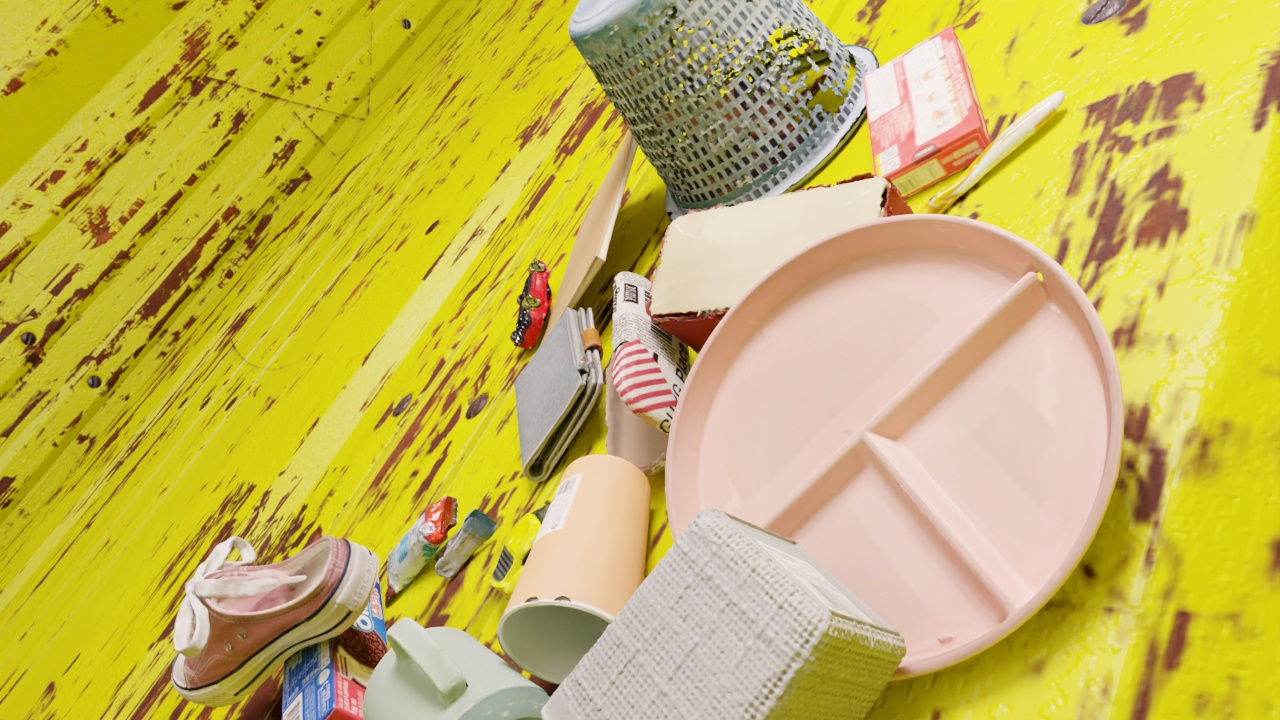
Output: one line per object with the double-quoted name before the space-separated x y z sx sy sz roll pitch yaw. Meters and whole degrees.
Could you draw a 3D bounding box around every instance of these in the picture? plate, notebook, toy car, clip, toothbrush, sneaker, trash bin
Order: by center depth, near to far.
"plate" 0.110 0.037 0.444 0.230 0.028 0.229 -20 57 34
"toothbrush" 0.192 -0.106 0.587 0.191 0.018 0.016 -42 31 11
"toy car" -0.063 0.117 0.628 0.105 0.032 0.048 -49 28 -8
"sneaker" -0.289 0.180 0.664 0.242 0.088 0.118 -32 35 33
"clip" -0.136 0.141 0.700 0.058 0.025 0.035 -46 22 10
"trash bin" 0.055 -0.257 0.777 0.227 0.195 0.226 -32 32 23
"notebook" -0.048 -0.115 0.861 0.150 0.012 0.210 -54 17 44
"toy car" -0.103 -0.057 0.891 0.106 0.031 0.049 -94 25 -51

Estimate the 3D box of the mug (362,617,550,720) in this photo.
"mug" -0.099 0.191 0.498 0.082 0.112 0.106 -33 24 -28

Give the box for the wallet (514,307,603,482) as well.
"wallet" -0.062 0.021 0.736 0.107 0.037 0.129 -54 24 20

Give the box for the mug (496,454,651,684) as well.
"mug" -0.031 0.118 0.544 0.078 0.078 0.122 -28 29 29

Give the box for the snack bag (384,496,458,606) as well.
"snack bag" -0.179 0.151 0.732 0.105 0.026 0.045 -48 34 27

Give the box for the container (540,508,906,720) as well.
"container" 0.037 0.133 0.379 0.114 0.090 0.090 -55 47 5

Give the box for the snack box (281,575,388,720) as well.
"snack box" -0.229 0.218 0.687 0.057 0.058 0.207 -47 29 3

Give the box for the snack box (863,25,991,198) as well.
"snack box" 0.203 -0.179 0.660 0.075 0.025 0.152 -26 35 30

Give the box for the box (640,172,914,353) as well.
"box" 0.086 -0.061 0.577 0.169 0.078 0.091 -5 62 42

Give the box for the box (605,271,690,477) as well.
"box" -0.004 0.002 0.639 0.076 0.087 0.162 -20 32 15
